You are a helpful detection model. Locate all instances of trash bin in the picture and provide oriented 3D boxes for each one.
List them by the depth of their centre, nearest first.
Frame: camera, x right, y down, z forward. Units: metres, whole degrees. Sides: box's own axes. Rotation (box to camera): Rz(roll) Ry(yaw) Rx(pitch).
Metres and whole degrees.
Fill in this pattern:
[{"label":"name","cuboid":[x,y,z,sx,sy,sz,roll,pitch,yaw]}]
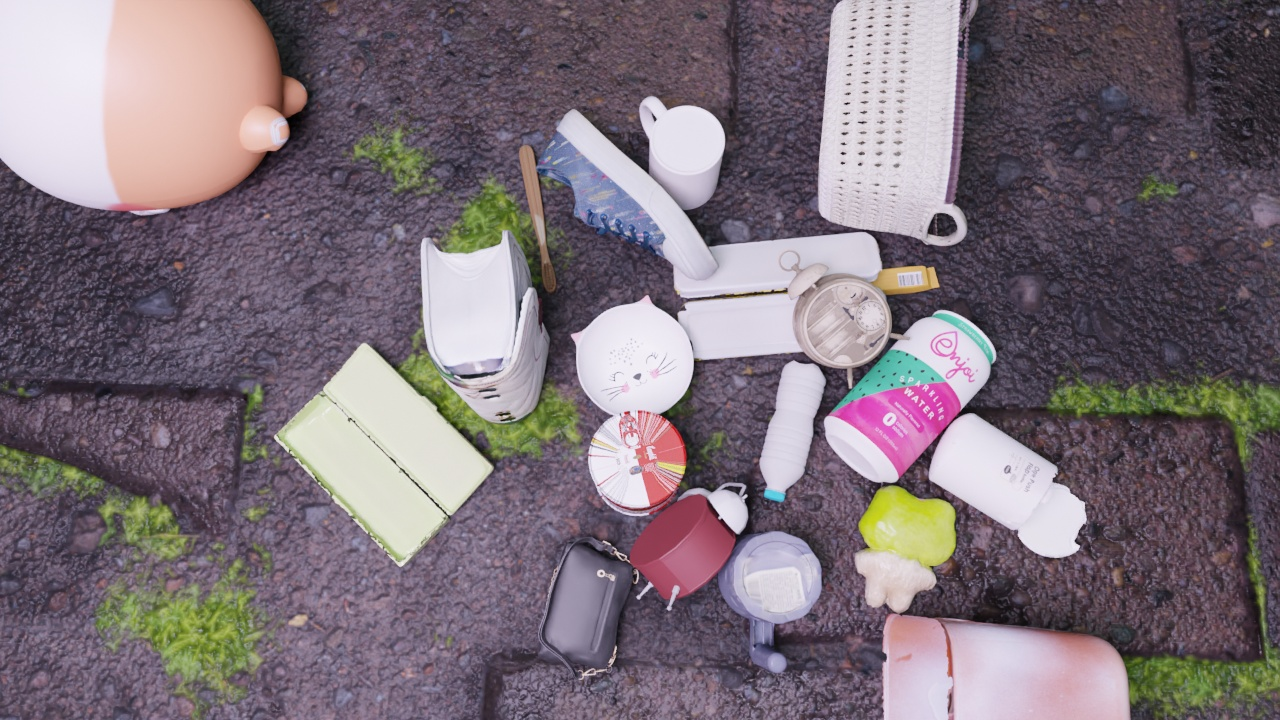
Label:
[{"label":"trash bin","cuboid":[0.302,0.354,0.769,0.157,0.182,0.259,5,77,-1]}]

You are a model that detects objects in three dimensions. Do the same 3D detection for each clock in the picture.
[{"label":"clock","cuboid":[0.047,0.164,0.850,0.137,0.096,0.048,-45,102,-21]},{"label":"clock","cuboid":[0.182,-0.050,0.874,0.093,0.054,0.141,-41,93,8]}]

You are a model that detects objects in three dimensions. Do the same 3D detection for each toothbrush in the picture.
[{"label":"toothbrush","cuboid":[-0.108,-0.151,0.966,0.016,0.016,0.166,-11,77,-1]}]

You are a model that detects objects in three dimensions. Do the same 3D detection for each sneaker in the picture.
[{"label":"sneaker","cuboid":[-0.021,-0.156,0.928,0.079,0.087,0.235,-44,71,3]}]

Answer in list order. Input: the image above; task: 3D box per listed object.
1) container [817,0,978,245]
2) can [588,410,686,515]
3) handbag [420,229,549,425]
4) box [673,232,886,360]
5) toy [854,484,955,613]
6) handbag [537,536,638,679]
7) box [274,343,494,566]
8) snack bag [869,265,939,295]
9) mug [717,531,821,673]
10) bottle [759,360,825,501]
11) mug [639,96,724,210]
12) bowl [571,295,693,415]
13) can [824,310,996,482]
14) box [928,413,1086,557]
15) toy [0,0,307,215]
[{"label":"container","cuboid":[0.253,-0.244,0.906,0.143,0.185,0.251,5,78,10]},{"label":"can","cuboid":[-0.002,0.098,0.858,0.086,0.116,0.086,0,77,0]},{"label":"handbag","cuboid":[-0.136,-0.024,0.846,0.096,0.199,0.142,-7,78,-3]},{"label":"box","cuboid":[0.139,-0.067,0.926,0.210,0.045,0.128,-5,75,7]},{"label":"toy","cuboid":[0.250,0.182,0.876,0.092,0.043,0.117,17,81,2]},{"label":"handbag","cuboid":[-0.049,0.232,0.862,0.079,0.054,0.128,15,74,-2]},{"label":"box","cuboid":[-0.251,0.091,0.905,0.187,0.030,0.138,41,87,9]},{"label":"snack bag","cuboid":[0.256,-0.081,0.946,0.099,0.020,0.026,-6,77,-1]},{"label":"mug","cuboid":[0.117,0.218,0.837,0.084,0.104,0.123,3,77,0]},{"label":"bottle","cuboid":[0.147,0.070,0.901,0.044,0.044,0.136,15,78,4]},{"label":"mug","cuboid":[0.035,-0.220,0.942,0.073,0.090,0.110,-35,80,-7]},{"label":"bowl","cuboid":[-0.005,0.005,0.912,0.115,0.051,0.114,0,77,0]},{"label":"can","cuboid":[0.259,0.035,0.885,0.088,0.088,0.165,43,81,9]},{"label":"box","cuboid":[0.359,0.121,0.873,0.165,0.094,0.084,34,76,16]},{"label":"toy","cuboid":[-0.474,-0.265,0.876,0.280,0.262,0.266,9,119,-16]}]
